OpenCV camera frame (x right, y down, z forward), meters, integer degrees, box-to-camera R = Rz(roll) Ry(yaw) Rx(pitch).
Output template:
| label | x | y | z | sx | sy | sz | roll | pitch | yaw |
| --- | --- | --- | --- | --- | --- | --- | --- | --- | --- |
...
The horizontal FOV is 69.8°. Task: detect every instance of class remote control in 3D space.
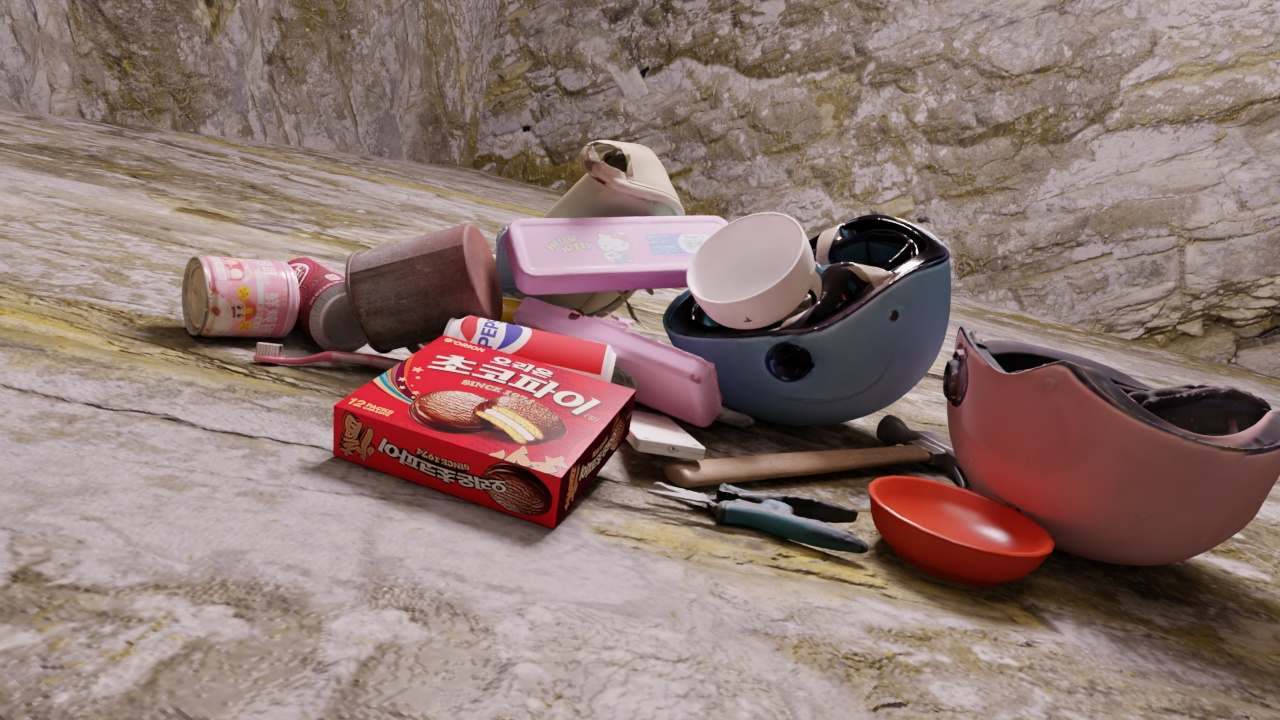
| label | x | y | z | sx | sy | sz | roll | pitch | yaw |
| --- | --- | --- | --- | --- | --- | --- | --- | --- | --- |
| remote control | 0.010 | 0.056 | 0.713 | 0.050 | 0.011 | 0.136 | 10 | 5 | -11 |

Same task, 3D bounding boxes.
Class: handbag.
| label | x | y | z | sx | sy | sz | roll | pitch | yaw |
| --- | --- | --- | --- | --- | --- | --- | --- | --- | --- |
| handbag | -0.046 | -0.107 | 0.926 | 0.183 | 0.230 | 0.132 | -1 | 58 | -50 |

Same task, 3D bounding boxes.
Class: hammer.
| label | x | y | z | sx | sy | sz | roll | pitch | yaw |
| --- | --- | --- | --- | --- | --- | --- | --- | --- | --- |
| hammer | 0.154 | 0.079 | 0.750 | 0.330 | 0.031 | 0.119 | 3 | 16 | -38 |

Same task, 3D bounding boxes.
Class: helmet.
| label | x | y | z | sx | sy | sz | roll | pitch | yaw |
| --- | --- | --- | --- | --- | --- | --- | --- | --- | --- |
| helmet | 0.159 | -0.026 | 0.863 | 0.266 | 0.167 | 0.225 | -11 | 21 | 11 |
| helmet | 0.346 | 0.065 | 0.706 | 0.230 | 0.153 | 0.255 | 7 | 15 | -11 |

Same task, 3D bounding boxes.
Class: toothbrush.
| label | x | y | z | sx | sy | sz | roll | pitch | yaw |
| --- | --- | --- | --- | --- | --- | --- | --- | --- | --- |
| toothbrush | -0.243 | -0.001 | 0.749 | 0.134 | 0.016 | 0.022 | 5 | 4 | -28 |

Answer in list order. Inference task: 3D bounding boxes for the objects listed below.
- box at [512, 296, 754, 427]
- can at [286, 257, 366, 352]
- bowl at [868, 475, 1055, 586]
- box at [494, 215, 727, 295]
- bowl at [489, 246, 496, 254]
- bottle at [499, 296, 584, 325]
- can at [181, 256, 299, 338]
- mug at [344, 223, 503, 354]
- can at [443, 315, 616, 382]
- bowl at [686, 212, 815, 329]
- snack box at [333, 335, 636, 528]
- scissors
| label | x | y | z | sx | sy | sz | roll | pitch | yaw |
| --- | --- | --- | --- | --- | --- | --- | --- | --- | --- |
| box | -0.009 | 0.013 | 0.813 | 0.201 | 0.058 | 0.155 | 20 | -18 | 30 |
| can | -0.283 | -0.051 | 0.818 | 0.063 | 0.063 | 0.114 | 0 | 18 | -42 |
| bowl | 0.210 | 0.118 | 0.619 | 0.122 | 0.035 | 0.122 | 12 | 13 | -3 |
| box | -0.023 | -0.080 | 0.838 | 0.214 | 0.093 | 0.089 | -5 | 53 | -21 |
| bowl | -0.120 | -0.092 | 1.131 | 0.145 | 0.067 | 0.144 | 12 | 13 | -3 |
| bottle | -0.149 | -0.038 | 0.907 | 0.186 | 0.053 | 0.053 | 8 | 14 | -18 |
| can | -0.335 | -0.053 | 0.769 | 0.076 | 0.067 | 0.067 | 0 | 18 | -42 |
| mug | -0.174 | -0.048 | 0.779 | 0.110 | 0.123 | 0.096 | -10 | 40 | 12 |
| can | -0.089 | 0.010 | 0.724 | 0.132 | 0.070 | 0.070 | 12 | 13 | -1 |
| bowl | 0.096 | -0.069 | 0.764 | 0.105 | 0.104 | 0.054 | 28 | -20 | 49 |
| snack box | -0.098 | 0.040 | 0.608 | 0.152 | 0.036 | 0.132 | 16 | 25 | 14 |
| scissors | 0.087 | 0.101 | 0.616 | 0.150 | 0.019 | 0.120 | 21 | 16 | 39 |
